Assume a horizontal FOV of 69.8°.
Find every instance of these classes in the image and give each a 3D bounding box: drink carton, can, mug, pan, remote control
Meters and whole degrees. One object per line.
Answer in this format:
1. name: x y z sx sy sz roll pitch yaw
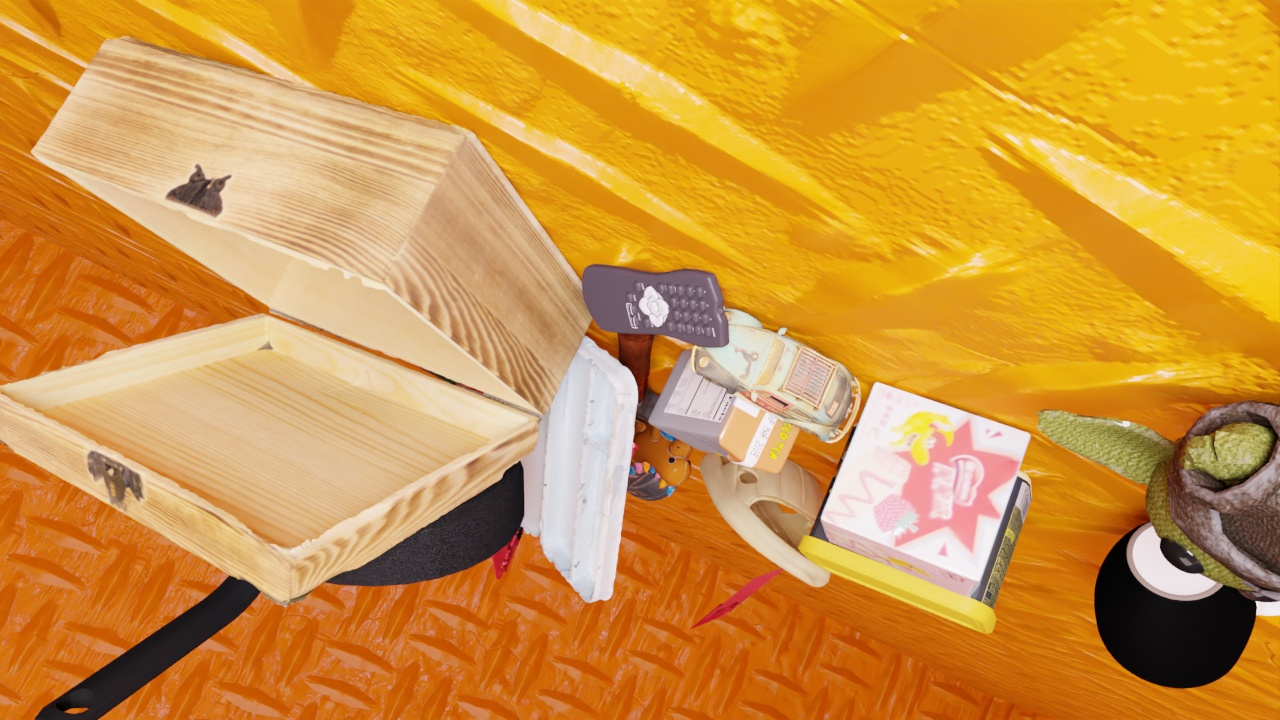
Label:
1. drink carton: 0.059 0.030 0.622 0.048 0.076 0.125 29 171 -19
2. can: 0.192 0.113 0.636 0.131 0.101 0.072 17 165 30
3. mug: -0.008 0.102 1.055 0.116 0.080 0.107 51 179 22
4. pan: -0.208 0.104 0.574 0.204 0.044 0.354 16 -157 17
5. mug: 0.337 0.138 0.549 0.119 0.084 0.100 -12 139 18
6. remote control: 0.004 -0.034 0.550 0.125 0.009 0.046 10 121 49

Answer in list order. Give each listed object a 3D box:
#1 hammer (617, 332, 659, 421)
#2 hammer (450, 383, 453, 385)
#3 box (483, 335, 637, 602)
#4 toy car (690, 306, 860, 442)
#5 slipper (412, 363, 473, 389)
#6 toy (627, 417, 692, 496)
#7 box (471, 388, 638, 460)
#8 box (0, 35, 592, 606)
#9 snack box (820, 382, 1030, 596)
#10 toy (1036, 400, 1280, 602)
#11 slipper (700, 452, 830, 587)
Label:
1. hammer: -0.005 0.004 0.736 0.111 0.028 0.301 25 167 5
2. hammer: -0.282 -0.037 1.008 0.324 0.034 0.169 29 -173 7
3. box: -0.069 0.067 0.737 0.037 0.209 0.190 -12 -150 -34
4. toy car: 0.087 0.008 0.538 0.112 0.047 0.047 27 168 -11
5. slipper: -0.179 -0.023 0.879 0.103 0.059 0.249 28 -178 -7
6. toy: 0.012 0.109 0.949 0.070 0.103 0.090 13 -154 -38
7. box: -0.248 0.103 0.919 0.467 0.138 0.215 11 150 -11
8. box: -0.221 -0.004 0.603 0.279 0.263 0.269 18 168 21
9. snack box: 0.172 0.079 0.559 0.095 0.093 0.079 21 166 21
10. toy: 0.257 0.056 0.342 0.179 0.078 0.153 22 168 -1
11. slipper: 0.123 0.128 0.897 0.111 0.079 0.261 33 -176 -13
